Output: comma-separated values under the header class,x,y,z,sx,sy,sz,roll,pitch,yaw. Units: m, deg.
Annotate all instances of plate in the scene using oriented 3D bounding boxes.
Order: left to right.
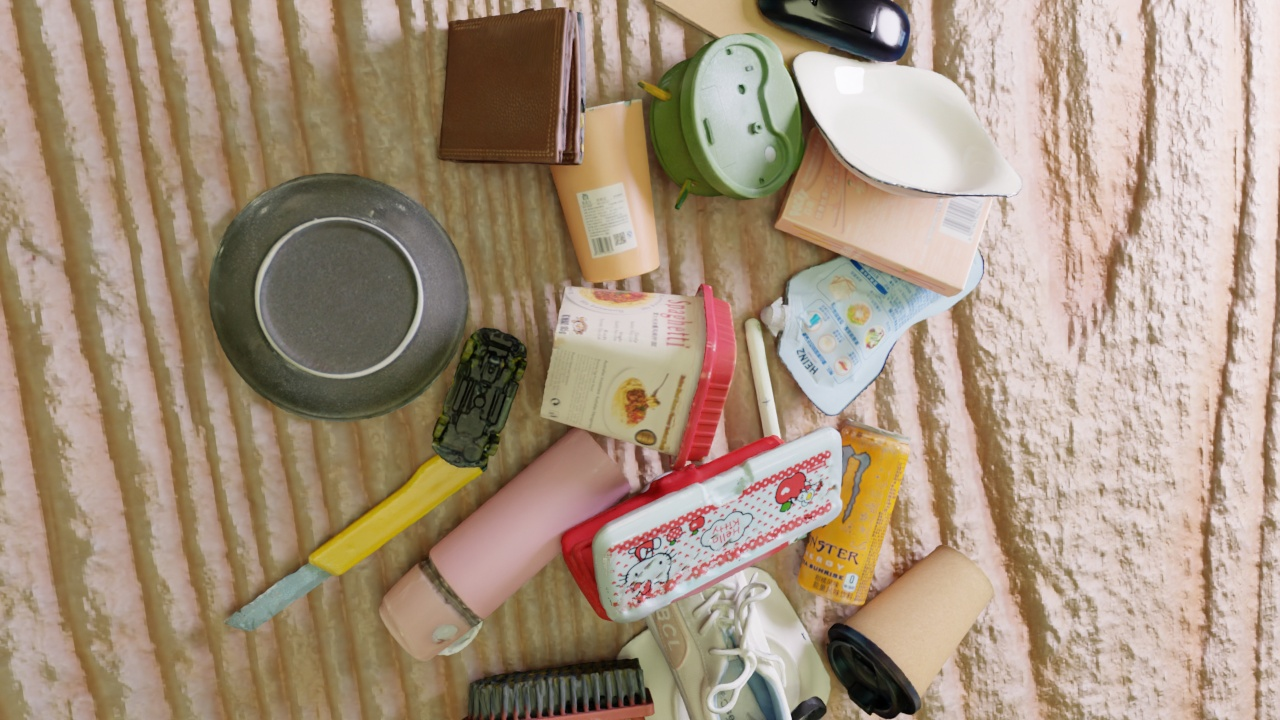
class,x,y,z,sx,sy,sz,roll,pitch,yaw
plate,-0.212,-0.044,0.652,0.179,0.024,0.179,-1,95,-15
plate,0.075,0.271,0.759,0.164,0.034,0.163,-32,103,-10
plate,0.200,-0.175,0.715,0.163,0.034,0.164,1,51,-20

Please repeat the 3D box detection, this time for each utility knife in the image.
class,x,y,z,sx,sy,sz,roll,pitch,yaw
utility knife,-0.204,0.126,0.674,0.223,0.015,0.033,-36,104,-12

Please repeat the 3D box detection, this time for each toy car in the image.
class,x,y,z,sx,sy,sz,roll,pitch,yaw
toy car,-0.120,0.028,0.679,0.048,0.032,0.105,21,83,-17

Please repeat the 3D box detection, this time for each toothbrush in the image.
class,x,y,z,sx,sy,sz,roll,pitch,yaw
toothbrush,0.111,0.057,0.757,0.020,0.029,0.189,-9,98,26

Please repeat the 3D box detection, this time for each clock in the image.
class,x,y,z,sx,sy,sz,roll,pitch,yaw
clock,0.073,-0.182,0.686,0.160,0.056,0.116,-30,110,-37

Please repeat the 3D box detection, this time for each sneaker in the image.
class,x,y,z,sx,sy,sz,roll,pitch,yaw
sneaker,0.054,0.200,0.689,0.089,0.091,0.242,-15,80,-15

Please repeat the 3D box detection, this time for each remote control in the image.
class,x,y,z,sx,sy,sz,roll,pitch,yaw
remote control,0.159,-0.276,0.727,0.136,0.024,0.053,12,92,-17

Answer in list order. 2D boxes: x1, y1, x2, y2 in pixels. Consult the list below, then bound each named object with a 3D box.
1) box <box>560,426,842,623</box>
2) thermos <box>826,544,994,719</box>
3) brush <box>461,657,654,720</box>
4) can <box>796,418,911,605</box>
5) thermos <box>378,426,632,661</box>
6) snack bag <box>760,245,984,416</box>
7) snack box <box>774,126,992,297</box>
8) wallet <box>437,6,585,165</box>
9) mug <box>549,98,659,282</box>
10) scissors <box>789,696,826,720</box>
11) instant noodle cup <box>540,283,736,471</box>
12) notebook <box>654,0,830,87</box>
class,x,y,z,sx,sy,sz,roll,pitch,yaw
box,0.048,0.101,0.644,0.201,0.095,0.101,-21,144,-23
thermos,0.228,0.226,0.775,0.143,0.093,0.093,-39,104,-18
brush,-0.063,0.271,0.697,0.146,0.063,0.069,-6,82,-4
can,0.177,0.126,0.761,0.058,0.058,0.146,16,90,-17
thermos,-0.096,0.141,0.686,0.198,0.067,0.087,-42,134,-9
snack bag,0.192,-0.052,0.759,0.191,0.039,0.110,-39,104,-8
snack box,0.194,-0.119,0.735,0.157,0.026,0.084,22,80,-2
wallet,-0.091,-0.187,0.633,0.032,0.125,0.101,-8,104,-53
mug,-0.025,-0.123,0.674,0.078,0.078,0.123,-15,103,-14
scissors,0.108,0.346,0.766,0.159,0.014,0.181,12,115,-35
instant noodle cup,-0.004,0.004,0.667,0.124,0.116,0.117,11,120,-4
notebook,0.115,-0.341,0.726,0.147,0.008,0.207,24,89,-17
